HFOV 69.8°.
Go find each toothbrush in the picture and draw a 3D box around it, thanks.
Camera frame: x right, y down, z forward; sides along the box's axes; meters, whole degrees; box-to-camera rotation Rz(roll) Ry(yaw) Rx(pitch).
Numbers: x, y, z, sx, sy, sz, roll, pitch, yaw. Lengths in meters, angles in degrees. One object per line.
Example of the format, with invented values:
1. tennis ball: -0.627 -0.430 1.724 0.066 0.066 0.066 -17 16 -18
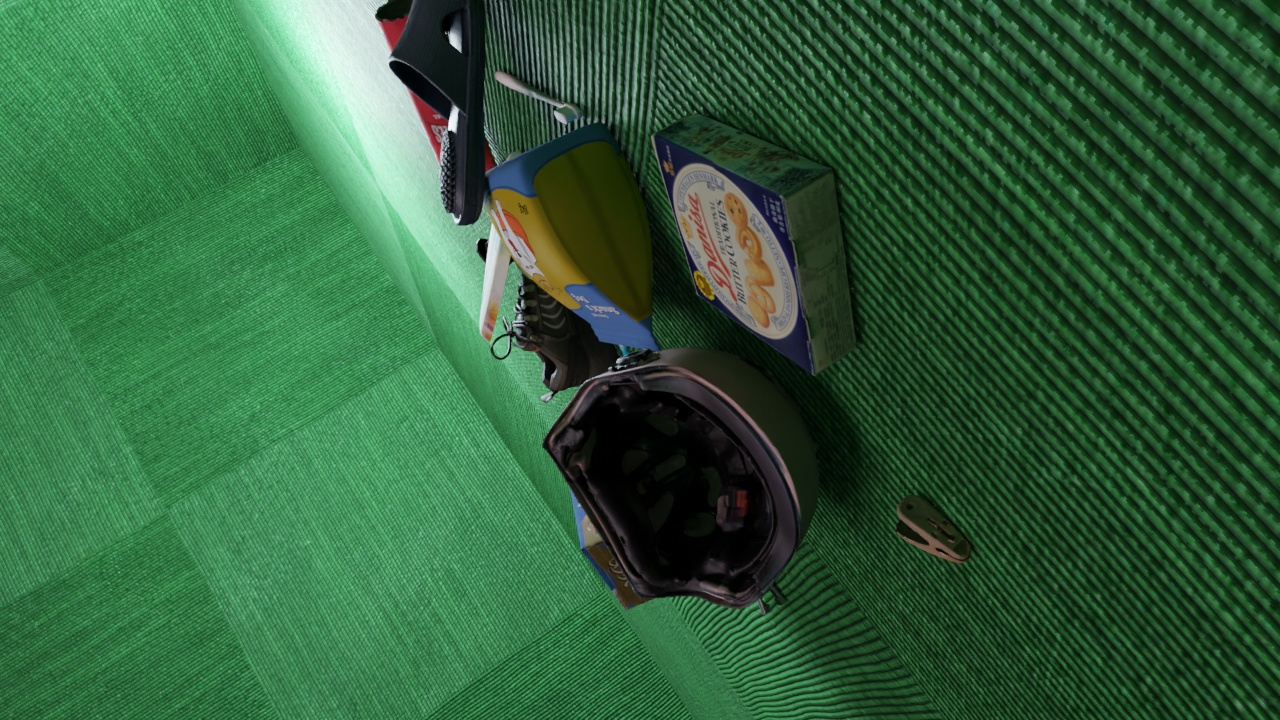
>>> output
1. toothbrush: -0.105 -0.258 0.890 0.181 0.018 0.016 41 157 48

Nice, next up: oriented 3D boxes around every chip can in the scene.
1. chip can: -0.236 -0.310 1.088 0.073 0.073 0.233 42 158 44

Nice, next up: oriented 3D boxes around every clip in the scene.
1. clip: 0.143 0.283 1.149 0.078 0.049 0.023 48 162 10
2. clip: 0.210 0.120 0.660 0.060 0.024 0.039 24 148 47

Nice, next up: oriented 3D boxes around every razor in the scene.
1. razor: -0.180 -0.169 1.232 0.157 0.060 0.057 141 139 -59

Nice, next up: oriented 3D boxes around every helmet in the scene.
1. helmet: 0.055 0.089 0.804 0.230 0.152 0.256 55 138 2

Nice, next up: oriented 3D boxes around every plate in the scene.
1. plate: -0.165 -0.132 1.064 0.187 0.016 0.186 116 158 -53

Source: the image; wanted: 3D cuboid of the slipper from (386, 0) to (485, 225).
1. slipper: -0.189 -0.258 0.846 0.101 0.082 0.263 -171 79 -68

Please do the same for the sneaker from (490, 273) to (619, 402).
1. sneaker: -0.135 -0.056 1.137 0.238 0.142 0.101 66 164 -16

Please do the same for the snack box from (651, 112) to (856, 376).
1. snack box: 0.078 -0.081 0.625 0.145 0.042 0.144 39 156 47

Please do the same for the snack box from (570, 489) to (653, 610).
1. snack box: -0.036 0.211 1.256 0.202 0.069 0.155 -106 -8 -49

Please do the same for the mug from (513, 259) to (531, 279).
1. mug: -0.107 -0.143 1.034 0.088 0.081 0.114 -171 81 -78

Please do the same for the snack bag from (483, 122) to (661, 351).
1. snack bag: -0.055 -0.103 0.861 0.205 0.102 0.159 65 161 -15

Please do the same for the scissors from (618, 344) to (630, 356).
1. scissors: -0.006 0.009 1.121 0.114 0.013 0.141 47 159 42
